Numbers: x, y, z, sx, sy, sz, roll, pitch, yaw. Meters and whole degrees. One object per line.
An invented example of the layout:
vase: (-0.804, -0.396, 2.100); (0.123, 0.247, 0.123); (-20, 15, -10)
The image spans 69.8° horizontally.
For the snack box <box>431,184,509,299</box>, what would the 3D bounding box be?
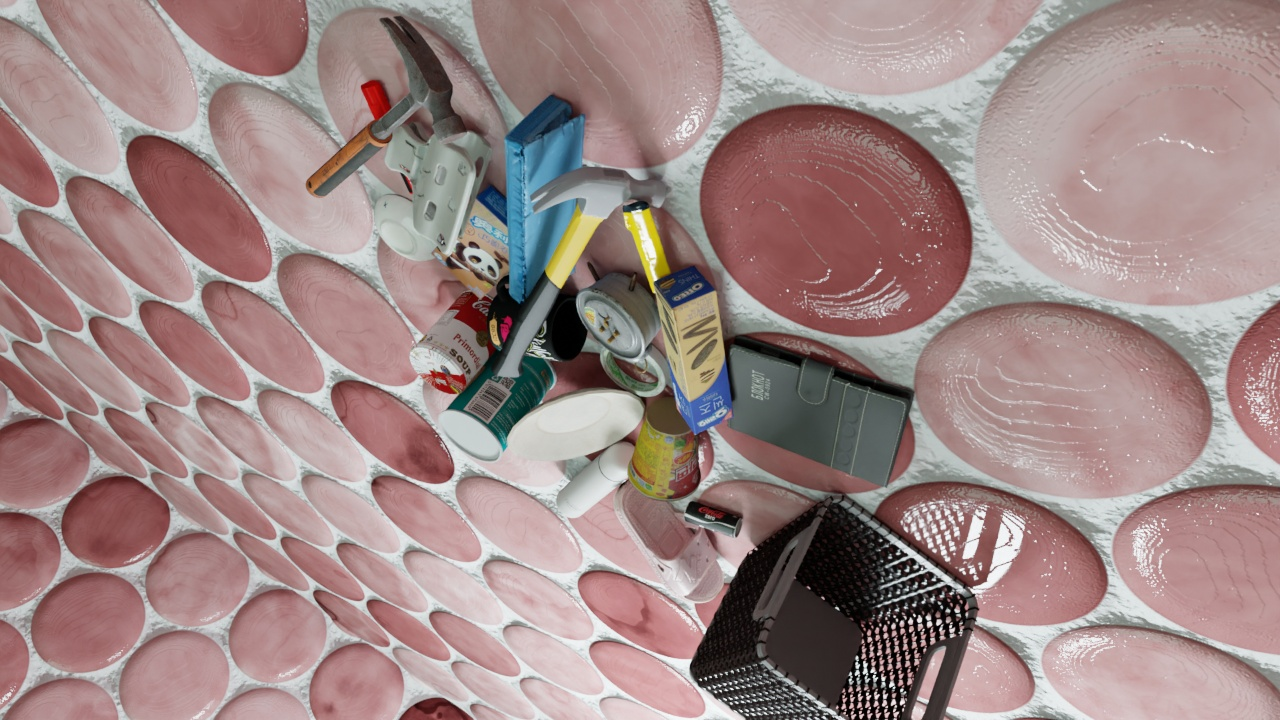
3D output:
snack box: (-0.191, -0.142, 1.126); (0.087, 0.034, 0.152); (43, 143, -12)

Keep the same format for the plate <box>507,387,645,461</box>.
plate: (-0.088, 0.080, 1.228); (0.188, 0.027, 0.189); (-14, 152, -8)

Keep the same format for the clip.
clip: (-0.221, -0.210, 1.044); (0.152, 0.098, 0.127); (53, 131, 32)

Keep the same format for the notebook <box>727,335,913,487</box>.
notebook: (0.200, 0.059, 1.064); (0.209, 0.029, 0.170); (18, 141, 19)

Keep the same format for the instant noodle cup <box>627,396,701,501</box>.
instant noodle cup: (0.037, 0.112, 1.199); (0.100, 0.100, 0.113); (22, 134, 16)

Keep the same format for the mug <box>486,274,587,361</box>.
mug: (-0.133, -0.058, 1.136); (0.098, 0.081, 0.118); (9, 139, 30)

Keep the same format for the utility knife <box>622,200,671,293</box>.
utility knife: (0.017, -0.097, 0.998); (0.030, 0.019, 0.217); (-4, 143, 13)

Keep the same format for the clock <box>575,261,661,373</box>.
clock: (-0.021, -0.042, 1.081); (0.104, 0.056, 0.148); (18, 144, 42)

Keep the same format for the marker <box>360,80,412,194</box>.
marker: (-0.288, -0.258, 1.080); (0.023, 0.021, 0.145); (4, 135, 24)

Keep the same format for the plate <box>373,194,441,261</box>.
plate: (-0.310, -0.166, 1.197); (0.104, 0.026, 0.104); (21, 142, 18)

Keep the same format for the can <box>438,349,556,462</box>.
can: (-0.194, 0.054, 1.260); (0.099, 0.143, 0.099); (21, 142, 17)

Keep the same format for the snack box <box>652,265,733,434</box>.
snack box: (0.063, -0.006, 1.049); (0.057, 0.056, 0.207); (55, 164, 45)

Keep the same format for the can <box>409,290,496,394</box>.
can: (-0.240, -0.024, 1.229); (0.087, 0.116, 0.087); (21, 142, 17)

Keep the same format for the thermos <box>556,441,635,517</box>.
thermos: (-0.065, 0.180, 1.383); (0.052, 0.052, 0.225); (37, 144, -5)

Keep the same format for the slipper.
slipper: (0.052, 0.272, 1.363); (0.065, 0.094, 0.239); (-14, 119, 52)

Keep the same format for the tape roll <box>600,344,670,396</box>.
tape roll: (-0.007, 0.007, 1.169); (0.094, 0.018, 0.094); (21, 142, 17)

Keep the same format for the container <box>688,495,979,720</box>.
container: (0.240, 0.367, 1.204); (0.245, 0.246, 0.244); (36, 147, -3)

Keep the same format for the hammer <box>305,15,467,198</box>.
hammer: (-0.308, -0.259, 1.027); (0.315, 0.034, 0.138); (-17, 98, 47)

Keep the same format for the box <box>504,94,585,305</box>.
box: (-0.102, -0.162, 0.987); (0.054, 0.093, 0.232); (25, 142, 13)

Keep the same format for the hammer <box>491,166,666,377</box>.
hammer: (-0.098, -0.086, 1.009); (0.127, 0.029, 0.325); (7, 139, -29)

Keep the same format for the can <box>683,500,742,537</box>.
can: (0.105, 0.229, 1.325); (0.080, 0.031, 0.032); (16, 140, 24)
